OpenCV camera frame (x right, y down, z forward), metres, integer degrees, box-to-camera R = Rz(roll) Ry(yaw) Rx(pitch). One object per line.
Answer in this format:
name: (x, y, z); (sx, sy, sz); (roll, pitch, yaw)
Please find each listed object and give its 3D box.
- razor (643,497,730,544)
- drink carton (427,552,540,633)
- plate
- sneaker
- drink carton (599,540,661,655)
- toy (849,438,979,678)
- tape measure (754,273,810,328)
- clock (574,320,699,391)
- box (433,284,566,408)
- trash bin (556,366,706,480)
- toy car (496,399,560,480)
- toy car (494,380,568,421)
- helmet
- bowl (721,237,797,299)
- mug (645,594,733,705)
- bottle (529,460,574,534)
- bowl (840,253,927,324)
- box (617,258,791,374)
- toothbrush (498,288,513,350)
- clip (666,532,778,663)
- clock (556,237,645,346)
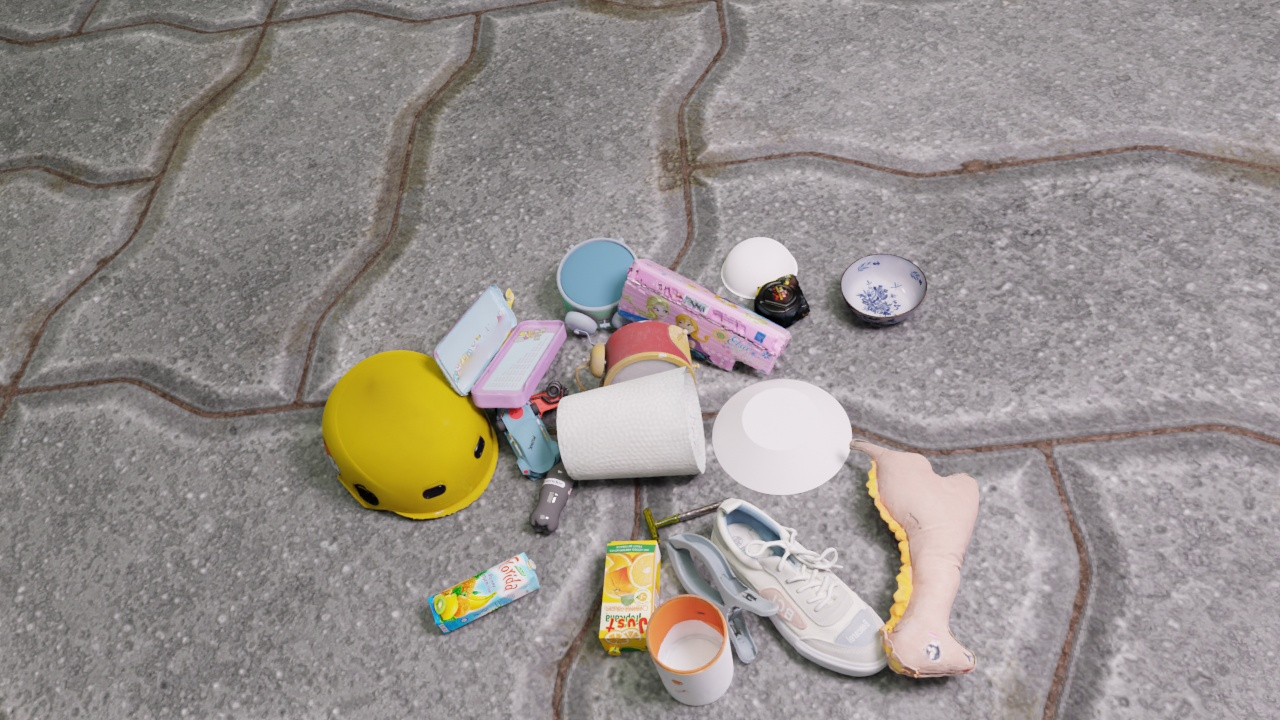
razor: (0.059, 0.184, 1.101); (0.106, 0.026, 0.042); (-16, 49, -7)
drink carton: (-0.181, 0.270, 1.070); (0.128, 0.039, 0.044); (-25, 52, -9)
plate: (0.175, 0.082, 1.146); (0.174, 0.036, 0.173); (-6, 52, 7)
sneaker: (0.167, 0.237, 0.988); (0.089, 0.091, 0.242); (-35, 54, -24)
drink carton: (-0.010, 0.268, 1.036); (0.058, 0.041, 0.122); (-3, 53, 9)
toy: (0.285, 0.209, 0.993); (0.196, 0.065, 0.263); (20, 52, 18)
tape measure: (0.193, -0.079, 1.267); (0.072, 0.042, 0.071); (-14, 56, -6)
clock: (-0.007, 0.007, 1.195); (0.159, 0.117, 0.081); (-14, 47, 9)
box: (-0.188, -0.016, 1.232); (0.140, 0.062, 0.213); (31, 31, -4)
trash bin: (-0.011, 0.085, 1.129); (0.161, 0.133, 0.133); (-9, 51, 11)
toy car: (-0.143, 0.097, 1.170); (0.060, 0.027, 0.107); (-27, 86, -10)
toy car: (-0.142, 0.061, 1.217); (0.100, 0.051, 0.049); (-15, 94, -2)
helmet: (-0.305, 0.080, 1.180); (0.240, 0.140, 0.208); (30, 64, 29)
bowl: (0.169, -0.143, 1.320); (0.110, 0.041, 0.109); (-6, 52, 7)
mug: (0.053, 0.302, 0.954); (0.082, 0.105, 0.082); (-6, 52, 7)
bottle: (-0.105, 0.162, 1.141); (0.036, 0.036, 0.109); (8, 55, 17)
bowl: (0.327, -0.087, 1.242); (0.114, 0.045, 0.114); (-6, 51, 7)
box: (0.078, -0.048, 1.224); (0.230, 0.084, 0.091); (28, 103, 9)
toothbrush: (-0.195, -0.053, 1.340); (0.021, 0.016, 0.135); (-4, 51, 2)
clip: (0.084, 0.259, 1.017); (0.027, 0.090, 0.162); (-11, 31, -36)
clock: (-0.054, -0.091, 1.311); (0.122, 0.075, 0.161); (-8, 64, 4)
